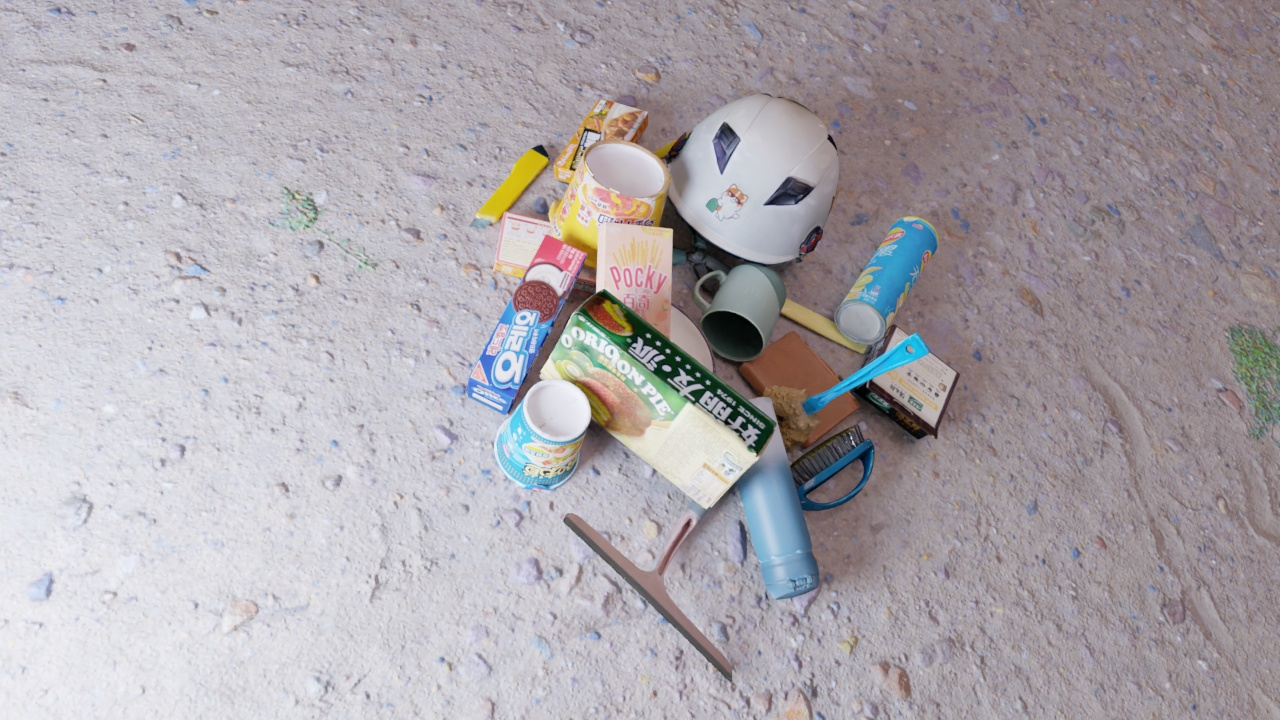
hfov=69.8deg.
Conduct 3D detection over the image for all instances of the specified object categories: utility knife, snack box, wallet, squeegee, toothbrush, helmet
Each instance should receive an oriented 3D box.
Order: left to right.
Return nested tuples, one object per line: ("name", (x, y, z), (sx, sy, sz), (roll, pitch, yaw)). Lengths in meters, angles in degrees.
("utility knife", (-0.167, -0.220, 1.174), (0.033, 0.015, 0.170), (30, 58, 6))
("snack box", (-0.128, -0.043, 1.048), (0.058, 0.057, 0.207), (26, 66, -4))
("snack box", (-0.100, -0.131, 1.140), (0.155, 0.027, 0.076), (12, 59, -12))
("snack box", (-0.052, -0.290, 1.234), (0.075, 0.026, 0.153), (19, 55, 12))
("snack box", (-0.008, -0.077, 1.057), (0.084, 0.026, 0.157), (3, 87, -18))
("toothbrush", (0.019, -0.284, 1.272), (0.189, 0.017, 0.015), (-35, 76, -31))
("snack box", (0.016, 0.043, 0.977), (0.240, 0.115, 0.063), (38, 44, 5))
("squeegee", (0.058, 0.178, 1.015), (0.247, 0.040, 0.248), (46, 50, -9))
("helmet", (0.163, -0.253, 1.188), (0.230, 0.157, 0.273), (37, 34, 5))
("wallet", (0.201, 0.033, 1.149), (0.107, 0.031, 0.132), (-33, 77, -27))
("utility knife", (0.220, -0.060, 1.214), (0.212, 0.022, 0.030), (29, 56, -10))
("snack box", (0.341, 0.033, 1.179), (0.113, 0.053, 0.125), (37, 57, -3))

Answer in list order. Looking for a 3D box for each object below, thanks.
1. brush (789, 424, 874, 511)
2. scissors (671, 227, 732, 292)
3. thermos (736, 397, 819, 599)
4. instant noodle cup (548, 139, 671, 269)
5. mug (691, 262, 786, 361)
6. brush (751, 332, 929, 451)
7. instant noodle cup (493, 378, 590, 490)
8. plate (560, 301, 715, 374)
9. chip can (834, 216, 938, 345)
("brush", (0.226, 0.134, 1.086), (0.143, 0.055, 0.073), (-29, 74, -30))
("scissors", (0.056, -0.171, 1.222), (0.170, 0.019, 0.180), (24, 56, -3))
("thermos", (0.143, 0.153, 1.022), (0.070, 0.070, 0.220), (-8, 75, -23))
("instant noodle cup", (-0.031, -0.193, 1.116), (0.138, 0.110, 0.137), (11, 48, -12))
("mug", (0.119, -0.071, 1.144), (0.112, 0.082, 0.106), (32, 51, -2))
("brush", (0.218, 0.034, 1.033), (0.045, 0.255, 0.083), (-28, 85, -47))
("instant noodle cup", (-0.098, 0.074, 0.977), (0.099, 0.110, 0.099), (9, 59, -15))
("plate", (-0.006, 0.006, 1.088), (0.192, 0.039, 0.192), (8, 60, -15))
("chip can", (0.336, -0.111, 1.243), (0.071, 0.071, 0.209), (37, 53, 4))
